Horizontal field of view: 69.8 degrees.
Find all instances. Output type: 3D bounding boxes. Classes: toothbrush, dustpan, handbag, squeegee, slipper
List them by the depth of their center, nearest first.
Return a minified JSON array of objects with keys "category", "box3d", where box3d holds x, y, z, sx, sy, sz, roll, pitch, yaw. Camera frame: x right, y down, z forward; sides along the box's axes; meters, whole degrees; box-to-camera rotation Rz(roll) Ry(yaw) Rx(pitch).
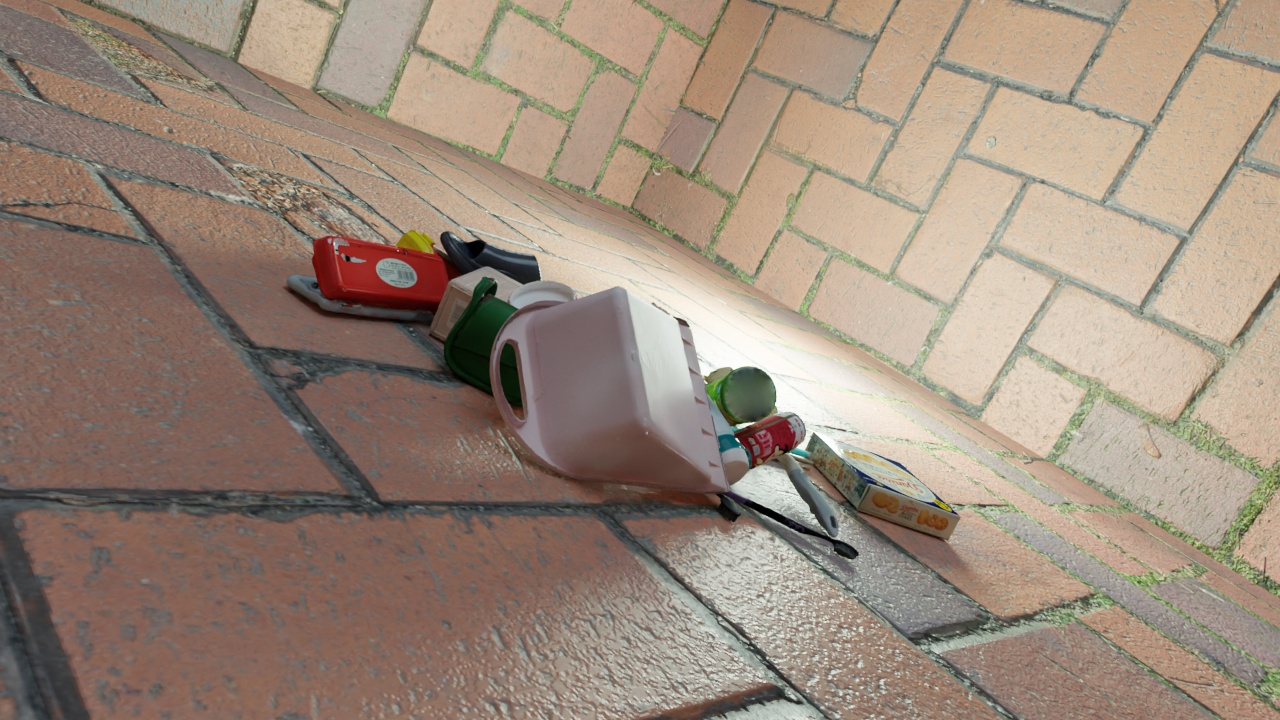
[{"category":"dustpan","box3d":[-0.032,0.034,0.998,0.273,0.139,0.222,38,36,-56]},{"category":"handbag","box3d":[-0.145,-0.019,1.039,0.131,0.120,0.067,29,19,2]},{"category":"toothbrush","box3d":[0.058,0.135,1.077,0.014,0.016,0.189,5,21,-36]},{"category":"toothbrush","box3d":[0.170,0.190,1.077,0.189,0.014,0.016,25,37,1]},{"category":"squeegee","box3d":[0.200,0.153,1.220,0.246,0.039,0.246,19,15,-28]},{"category":"slipper","box3d":[-0.167,-0.110,1.297,0.268,0.083,0.110,40,5,-31]}]

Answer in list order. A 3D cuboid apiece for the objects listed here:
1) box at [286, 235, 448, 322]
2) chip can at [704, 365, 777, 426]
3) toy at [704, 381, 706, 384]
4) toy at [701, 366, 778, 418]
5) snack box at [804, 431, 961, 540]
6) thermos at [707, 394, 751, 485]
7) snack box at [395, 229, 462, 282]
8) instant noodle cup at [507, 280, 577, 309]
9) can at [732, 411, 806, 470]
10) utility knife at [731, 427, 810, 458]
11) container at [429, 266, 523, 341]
[{"category":"box","box3d":[-0.328,-0.086,1.113,0.201,0.092,0.094,3,70,-61]},{"category":"chip can","box3d":[0.123,0.053,1.223,0.072,0.072,0.221,26,-9,-3]},{"category":"toy","box3d":[-0.008,0.008,1.305,0.355,0.092,0.137,6,51,-54]},{"category":"toy","box3d":[0.157,0.055,1.459,0.105,0.066,0.157,24,5,-37]},{"category":"snack box","box3d":[0.363,0.188,1.391,0.177,0.046,0.182,20,14,-23]},{"category":"thermos","box3d":[0.060,0.060,1.144,0.073,0.073,0.224,13,34,-46]},{"category":"snack box","box3d":[-0.293,-0.125,1.262,0.080,0.082,0.091,28,11,-43]},{"category":"instant noodle cup","box3d":[-0.116,-0.036,1.113,0.111,0.099,0.111,-2,38,2]},{"category":"can","box3d":[0.157,0.106,1.191,0.132,0.053,0.053,-17,41,-43]},{"category":"utility knife","box3d":[0.191,0.124,1.381,0.161,0.013,0.029,19,12,-19]},{"category":"container","box3d":[-0.200,-0.058,1.162,0.090,0.090,0.110,28,16,6]}]
